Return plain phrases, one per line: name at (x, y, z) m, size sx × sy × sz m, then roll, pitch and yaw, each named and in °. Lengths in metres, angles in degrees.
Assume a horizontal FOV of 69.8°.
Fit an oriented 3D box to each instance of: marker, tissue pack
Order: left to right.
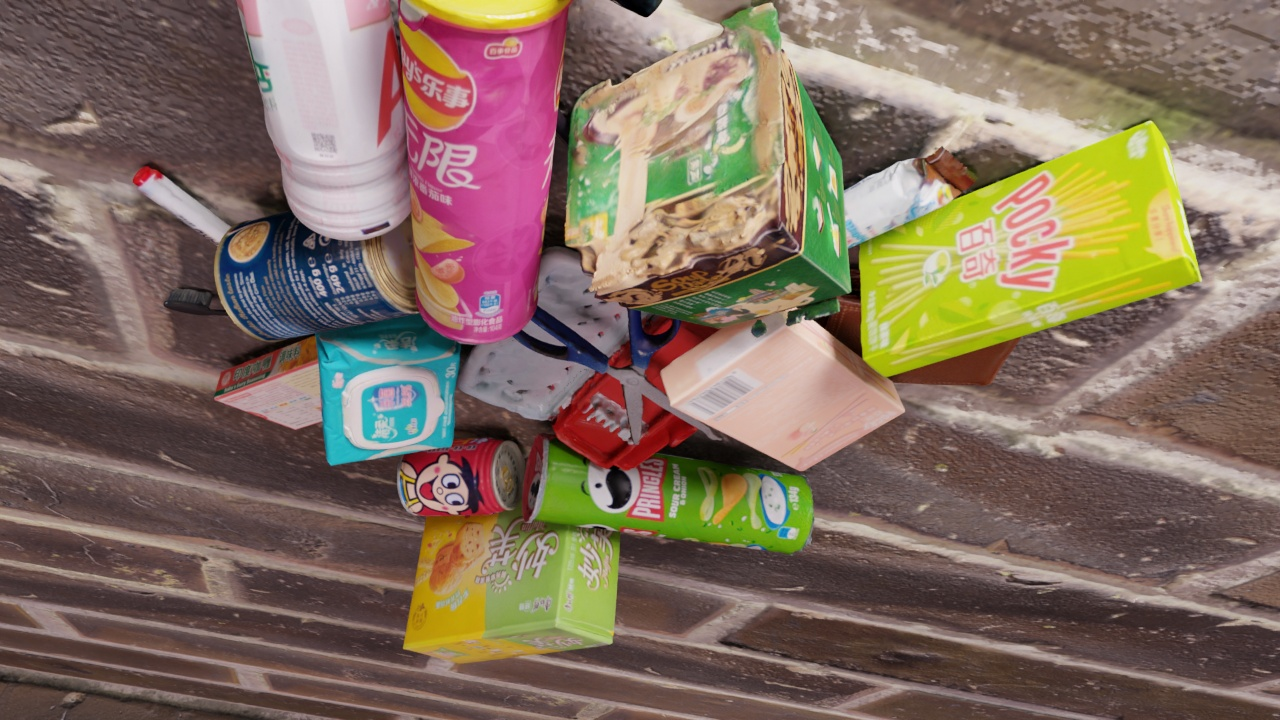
marker at (-0.256, -0.072, 0.585) m, size 0.017 × 0.017 × 0.145 m, roll -12°, pitch 144°, yaw 28°
tissue pack at (-0.175, 0.021, 0.640) m, size 0.093 × 0.050 × 0.134 m, roll -8°, pitch 141°, yaw -21°

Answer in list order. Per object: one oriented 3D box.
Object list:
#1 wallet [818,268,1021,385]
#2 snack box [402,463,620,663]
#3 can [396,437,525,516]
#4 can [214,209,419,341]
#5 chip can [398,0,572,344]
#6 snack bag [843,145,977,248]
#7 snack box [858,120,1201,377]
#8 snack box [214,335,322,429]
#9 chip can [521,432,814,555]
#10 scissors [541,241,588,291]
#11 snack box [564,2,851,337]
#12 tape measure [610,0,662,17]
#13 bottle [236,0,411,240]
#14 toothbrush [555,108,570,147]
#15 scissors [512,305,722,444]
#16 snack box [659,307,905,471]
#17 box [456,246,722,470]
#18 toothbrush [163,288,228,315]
wallet at (0.173, -0.016, 0.577) m, size 0.124 × 0.032 × 0.101 m, roll 4°, pitch 151°, yaw 6°
snack box at (-0.116, 0.182, 0.833) m, size 0.211 × 0.157 × 0.070 m, roll -20°, pitch 143°, yaw 37°
can at (-0.154, 0.101, 0.797) m, size 0.094 × 0.066 × 0.066 m, roll -4°, pitch 147°, yaw 18°
can at (-0.180, -0.056, 0.540) m, size 0.111 × 0.075 × 0.075 m, roll -8°, pitch 145°, yaw 23°
chip can at (-0.075, -0.094, 0.434) m, size 0.071 × 0.071 × 0.211 m, roll 10°, pitch 145°, yaw -4°
snack bag at (0.122, -0.080, 0.486) m, size 0.104 × 0.026 × 0.048 m, roll -21°, pitch 151°, yaw 38°
snack box at (0.185, -0.052, 0.462) m, size 0.157 × 0.085 × 0.026 m, roll -20°, pitch 139°, yaw 38°
snack box at (-0.250, 0.017, 0.709) m, size 0.156 × 0.027 × 0.077 m, roll -16°, pitch 149°, yaw 32°
chip can at (0.025, 0.111, 0.754) m, size 0.236 × 0.072 × 0.072 m, roll 10°, pitch 149°, yaw -16°
scissors at (0.002, -0.045, 0.577) m, size 0.225 × 0.015 × 0.190 m, roll 27°, pitch 144°, yaw -29°
snack box at (0.041, -0.077, 0.443) m, size 0.118 × 0.117 × 0.105 m, roll -14°, pitch 155°, yaw 35°
tape measure at (0.001, -0.164, 0.334) m, size 0.033 × 0.066 × 0.066 m, roll 26°, pitch 109°, yaw -28°
bottle at (-0.140, -0.140, 0.406) m, size 0.068 × 0.068 × 0.197 m, roll 8°, pitch 145°, yaw -2°
toothbrush at (-0.038, -0.119, 0.467) m, size 0.016 × 0.018 × 0.181 m, roll -9°, pitch 143°, yaw 34°
scissors at (-0.012, 0.002, 0.563) m, size 0.174 × 0.012 × 0.163 m, roll 23°, pitch 143°, yaw -8°
snack box at (0.091, 0.019, 0.560) m, size 0.085 × 0.026 × 0.157 m, roll -35°, pitch 142°, yaw 23°
box at (-0.028, 0.004, 0.617) m, size 0.158 × 0.039 × 0.202 m, roll 31°, pitch 144°, yaw -12°
toothbrush at (-0.241, -0.035, 0.649) m, size 0.189 × 0.016 × 0.014 m, roll 5°, pitch 158°, yaw -1°
